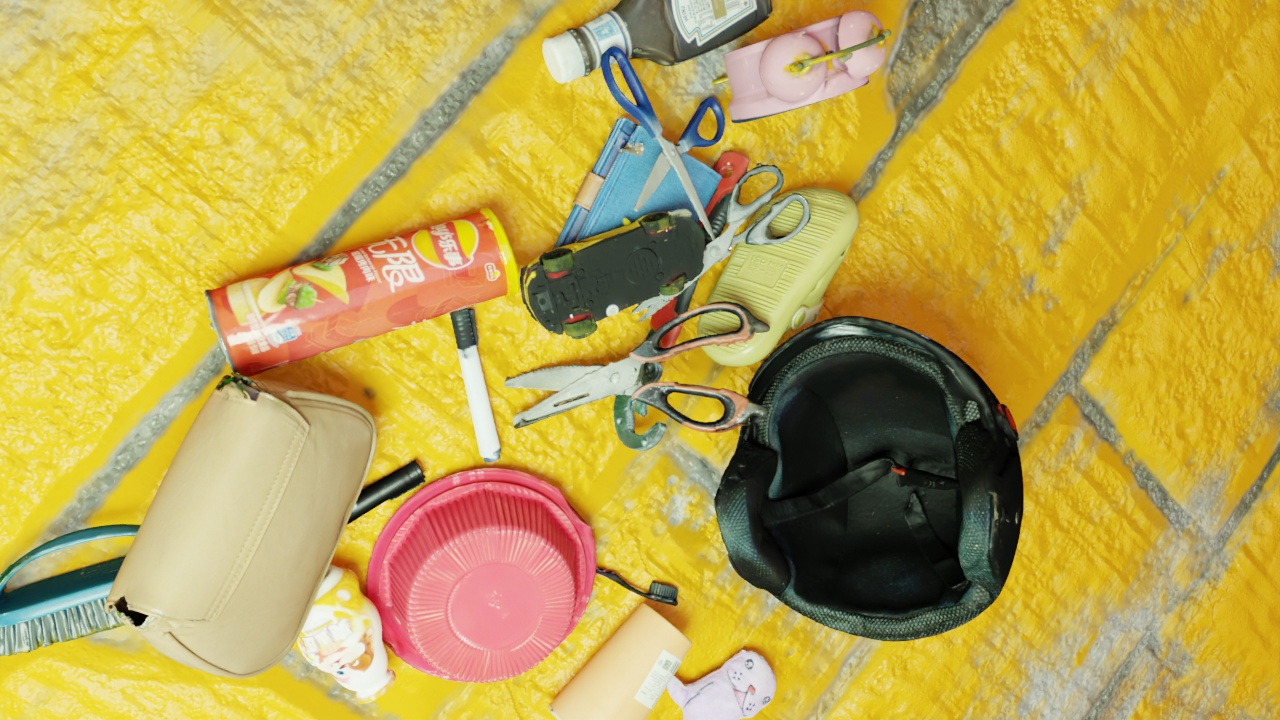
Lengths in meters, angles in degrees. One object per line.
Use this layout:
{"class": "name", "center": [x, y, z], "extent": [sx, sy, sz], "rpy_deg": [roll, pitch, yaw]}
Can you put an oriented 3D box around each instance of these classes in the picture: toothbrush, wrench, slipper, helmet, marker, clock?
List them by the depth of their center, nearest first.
{"class": "marker", "center": [-0.233, 0.121, 0.730], "extent": [0.132, 0.020, 0.022], "rpy_deg": [-31, 137, -15]}
{"class": "clock", "center": [0.132, -0.238, 0.740], "extent": [0.117, 0.158, 0.060], "rpy_deg": [-23, 108, -18]}
{"class": "marker", "center": [-0.134, 0.020, 0.753], "extent": [0.022, 0.018, 0.131], "rpy_deg": [-18, 104, -28]}
{"class": "helmet", "center": [0.202, 0.096, 0.784], "extent": [0.229, 0.234, 0.274], "rpy_deg": [-12, 96, -64]}
{"class": "wrench", "center": [0.034, -0.054, 0.794], "extent": [0.016, 0.056, 0.273], "rpy_deg": [25, 84, -56]}
{"class": "slipper", "center": [0.123, -0.067, 0.813], "extent": [0.190, 0.092, 0.081], "rpy_deg": [-54, 147, -13]}
{"class": "toothbrush", "center": [-0.044, 0.183, 0.816], "extent": [0.189, 0.014, 0.017], "rpy_deg": [26, 72, -21]}

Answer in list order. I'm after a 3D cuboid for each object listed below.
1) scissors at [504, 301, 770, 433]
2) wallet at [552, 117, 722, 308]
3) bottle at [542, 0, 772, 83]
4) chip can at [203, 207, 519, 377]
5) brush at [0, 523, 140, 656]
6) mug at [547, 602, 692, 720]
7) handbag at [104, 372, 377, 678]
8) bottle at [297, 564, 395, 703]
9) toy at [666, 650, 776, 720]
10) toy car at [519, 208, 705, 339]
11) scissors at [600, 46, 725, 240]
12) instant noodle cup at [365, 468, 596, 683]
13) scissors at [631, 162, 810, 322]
{"class": "scissors", "center": [0.003, 0.018, 0.751], "extent": [0.215, 0.015, 0.195], "rpy_deg": [34, 84, 13]}
{"class": "wallet", "center": [-0.004, -0.121, 0.769], "extent": [0.106, 0.040, 0.133], "rpy_deg": [25, 95, -26]}
{"class": "bottle", "center": [0.013, -0.279, 0.750], "extent": [0.194, 0.044, 0.080], "rpy_deg": [-27, 116, -14]}
{"class": "chip can", "center": [-0.203, -0.052, 0.686], "extent": [0.216, 0.073, 0.073], "rpy_deg": [-19, 104, -17]}
{"class": "brush", "center": [-0.390, 0.155, 0.654], "extent": [0.143, 0.055, 0.073], "rpy_deg": [-15, 104, -18]}
{"class": "mug", "center": [-0.013, 0.281, 0.811], "extent": [0.078, 0.078, 0.122], "rpy_deg": [45, 77, -21]}
{"class": "handbag", "center": [-0.276, 0.108, 0.638], "extent": [0.148, 0.100, 0.204], "rpy_deg": [58, 47, -61]}
{"class": "bottle", "center": [-0.233, 0.216, 0.719], "extent": [0.063, 0.063, 0.108], "rpy_deg": [-30, 107, -15]}
{"class": "toy", "center": [0.079, 0.315, 0.869], "extent": [0.108, 0.039, 0.084], "rpy_deg": [-21, 96, -16]}
{"class": "toy car", "center": [-0.019, -0.071, 0.736], "extent": [0.155, 0.041, 0.071], "rpy_deg": [-24, 117, -14]}
{"class": "scissors", "center": [0.021, -0.176, 0.730], "extent": [0.162, 0.012, 0.172], "rpy_deg": [47, 47, -21]}
{"class": "instant noodle cup", "center": [-0.123, 0.188, 0.749], "extent": [0.193, 0.066, 0.194], "rpy_deg": [-3, 101, -17]}
{"class": "scissors", "center": [0.071, -0.087, 0.773], "extent": [0.137, 0.014, 0.174], "rpy_deg": [16, 85, 0]}
